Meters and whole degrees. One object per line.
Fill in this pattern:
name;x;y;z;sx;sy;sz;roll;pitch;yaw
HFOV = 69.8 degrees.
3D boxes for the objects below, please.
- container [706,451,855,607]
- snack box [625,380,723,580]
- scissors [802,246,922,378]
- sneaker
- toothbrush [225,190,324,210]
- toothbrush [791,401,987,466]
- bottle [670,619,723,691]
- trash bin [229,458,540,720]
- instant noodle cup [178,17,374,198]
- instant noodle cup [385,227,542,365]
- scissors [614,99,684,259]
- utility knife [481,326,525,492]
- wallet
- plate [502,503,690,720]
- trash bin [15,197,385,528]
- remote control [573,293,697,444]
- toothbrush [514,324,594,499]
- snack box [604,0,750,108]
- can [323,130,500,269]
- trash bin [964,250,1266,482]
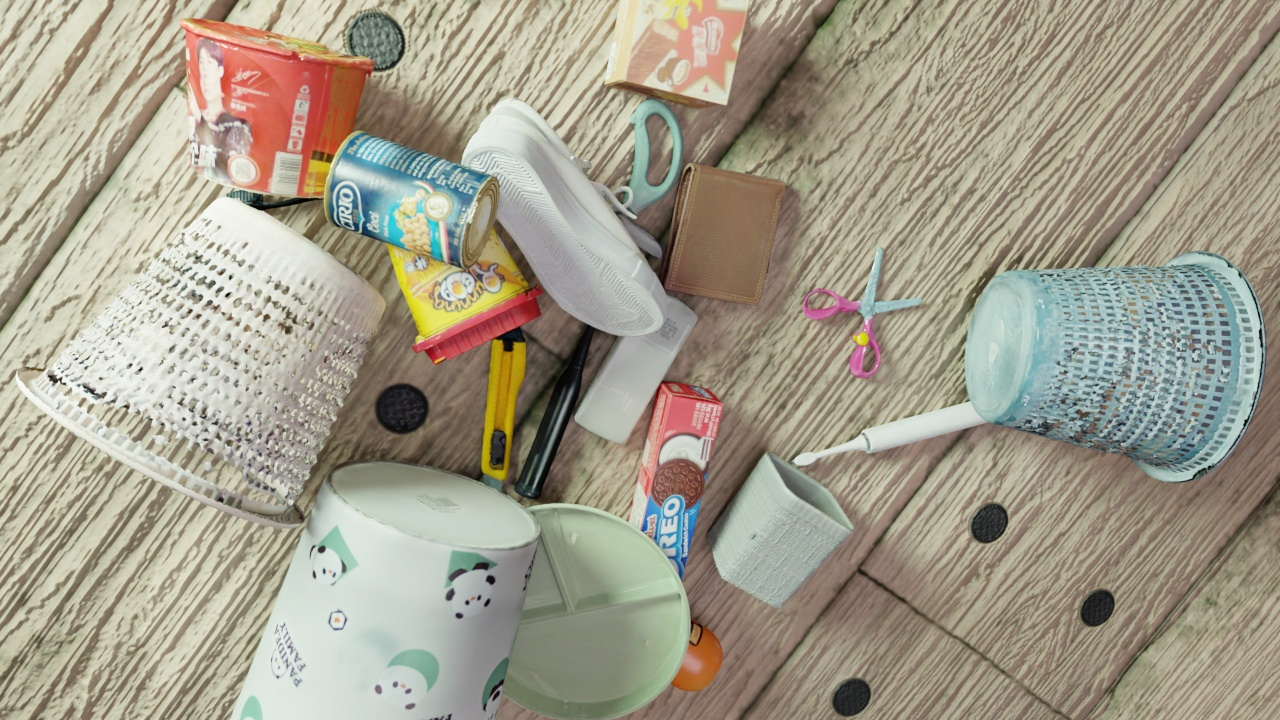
container;0.133;0.170;0.909;0.090;0.090;0.114;32;104;-18
snack box;0.026;0.127;0.893;0.057;0.058;0.207;10;101;-13
scissors;0.220;-0.049;0.919;0.136;0.017;0.133;9;97;-14
sneaker;-0.055;-0.120;0.788;0.090;0.090;0.242;-17;132;31
toothbrush;-0.255;-0.145;0.782;0.189;0.014;0.017;-9;76;-13
toothbrush;0.261;0.078;0.953;0.221;0.026;0.026;-14;80;-10
bottle;0.013;0.271;0.926;0.149;0.067;0.067;40;92;-12
trash bin;-0.209;0.233;0.775;0.229;0.229;0.252;16;98;-17
instant noodle cup;-0.284;-0.191;0.704;0.138;0.138;0.109;10;109;-16
instant noodle cup;-0.155;-0.073;0.778;0.116;0.116;0.123;-26;96;-5
scissors;-0.041;-0.164;0.826;0.170;0.019;0.175;18;100;-18
utility knife;-0.132;0.077;0.864;0.033;0.015;0.231;4;103;-13
wallet;0.077;-0.117;0.861;0.101;0.032;0.124;8;102;-18
plate;-0.065;0.240;0.877;0.230;0.027;0.230;3;105;9
trash bin;-0.312;-0.008;0.712;0.227;0.228;0.192;35;80;-19
remote control;-0.005;0.005;0.874;0.058;0.021;0.150;29;95;-18
toothbrush;-0.068;0.030;0.863;0.027;0.026;0.213;23;97;3
snack box;0.030;-0.273;0.784;0.094;0.077;0.093;9;101;-16
can;-0.169;-0.120;0.693;0.111;0.075;0.075;19;99;3
trash bin;0.436;-0.005;0.892;0.195;0.226;0.227;7;102;-2
